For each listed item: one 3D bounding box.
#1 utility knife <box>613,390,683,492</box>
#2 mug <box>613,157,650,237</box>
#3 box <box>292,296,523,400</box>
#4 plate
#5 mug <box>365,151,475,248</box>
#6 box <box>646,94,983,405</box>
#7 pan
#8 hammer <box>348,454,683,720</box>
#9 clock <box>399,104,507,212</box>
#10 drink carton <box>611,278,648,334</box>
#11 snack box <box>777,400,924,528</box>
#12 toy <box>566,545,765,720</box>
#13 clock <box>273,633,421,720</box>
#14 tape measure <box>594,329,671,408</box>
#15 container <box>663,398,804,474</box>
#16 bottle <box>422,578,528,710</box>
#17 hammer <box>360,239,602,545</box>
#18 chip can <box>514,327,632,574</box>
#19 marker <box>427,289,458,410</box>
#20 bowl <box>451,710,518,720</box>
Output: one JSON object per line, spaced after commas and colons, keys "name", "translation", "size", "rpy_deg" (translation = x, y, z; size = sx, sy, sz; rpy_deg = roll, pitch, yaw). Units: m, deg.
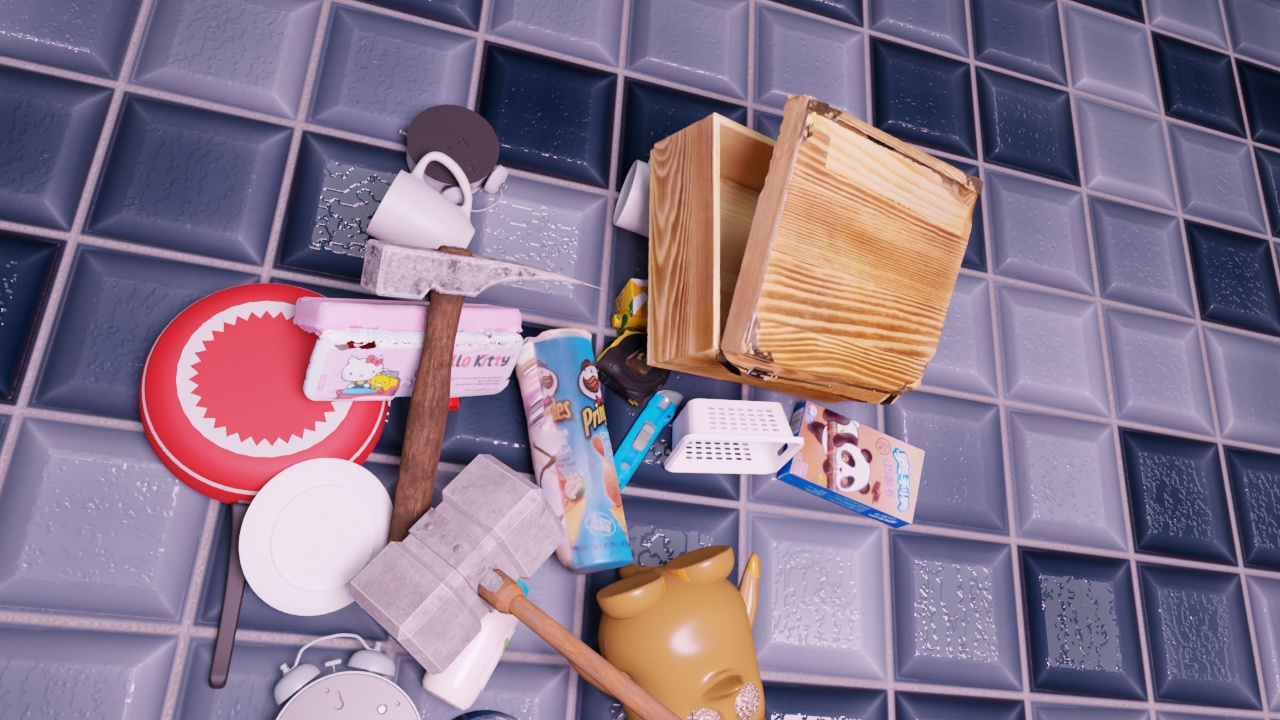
{"name": "utility knife", "translation": [-0.008, 0.094, 0.927], "size": [0.031, 0.015, 0.173], "rpy_deg": [32, 66, 0]}
{"name": "mug", "translation": [0.032, -0.181, 0.987], "size": [0.090, 0.111, 0.073], "rpy_deg": [18, 35, -12]}
{"name": "box", "translation": [-0.204, -0.005, 0.829], "size": [0.201, 0.088, 0.095], "rpy_deg": [0, 96, -40]}
{"name": "plate", "translation": [-0.271, 0.151, 0.783], "size": [0.134, 0.011, 0.134], "rpy_deg": [-2, 93, -39]}
{"name": "mug", "translation": [-0.205, -0.150, 0.910], "size": [0.089, 0.071, 0.107], "rpy_deg": [30, 82, -16]}
{"name": "box", "translation": [0.173, -0.083, 0.887], "size": [0.278, 0.216, 0.257], "rpy_deg": [12, 75, -40]}
{"name": "pan", "translation": [-0.334, 0.093, 0.794], "size": [0.208, 0.067, 0.355], "rpy_deg": [9, 65, -18]}
{"name": "hammer", "translation": [-0.066, 0.212, 0.710], "size": [0.318, 0.083, 0.162], "rpy_deg": [26, 61, 36]}
{"name": "clock", "translation": [-0.191, -0.209, 0.962], "size": [0.094, 0.035, 0.122], "rpy_deg": [-32, 84, -26]}
{"name": "drink carton", "translation": [0.034, -0.053, 0.968], "size": [0.122, 0.058, 0.041], "rpy_deg": [2, 71, -18]}
{"name": "snack box", "translation": [0.228, 0.112, 0.989], "size": [0.151, 0.034, 0.087], "rpy_deg": [23, 65, -10]}
{"name": "toy", "translation": [0.046, 0.280, 0.807], "size": [0.198, 0.163, 0.203], "rpy_deg": [-18, 88, -21]}
{"name": "clock", "translation": [-0.244, 0.307, 0.754], "size": [0.122, 0.045, 0.159], "rpy_deg": [-8, 73, -21]}
{"name": "tape measure", "translation": [-0.006, 0.006, 0.944], "size": [0.071, 0.042, 0.072], "rpy_deg": [37, 61, 1]}
{"name": "container", "translation": [0.091, 0.077, 0.934], "size": [0.129, 0.081, 0.049], "rpy_deg": [3, 59, -18]}
{"name": "bottle", "translation": [-0.136, 0.233, 0.813], "size": [0.051, 0.051, 0.145], "rpy_deg": [32, 64, -6]}
{"name": "hammer", "translation": [-0.155, 0.052, 0.816], "size": [0.217, 0.037, 0.301], "rpy_deg": [4, 102, -40]}
{"name": "chip can", "translation": [-0.066, 0.086, 0.873], "size": [0.079, 0.080, 0.229], "rpy_deg": [-5, 71, -20]}
{"name": "marker", "translation": [-0.196, -0.023, 0.900], "size": [0.023, 0.021, 0.145], "rpy_deg": [6, 68, -41]}
{"name": "bowl", "translation": [-0.128, 0.353, 0.767], "size": [0.114, 0.061, 0.114], "rpy_deg": [6, 68, -16]}
